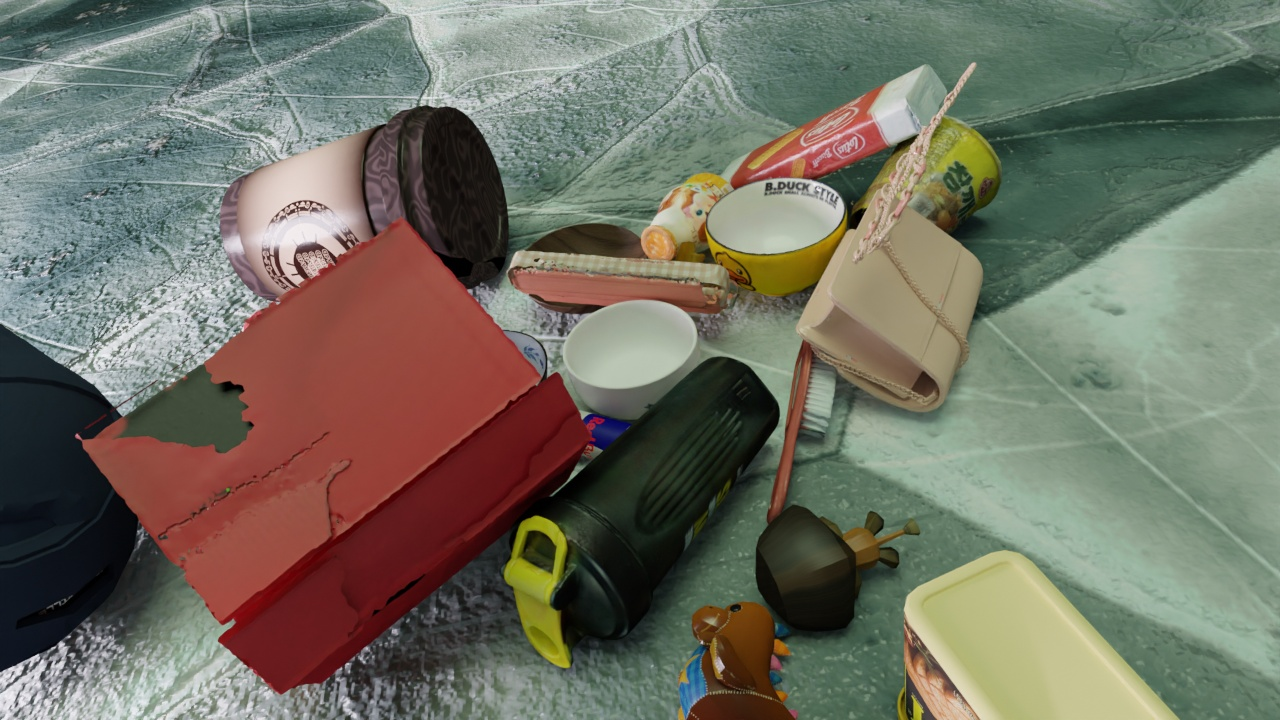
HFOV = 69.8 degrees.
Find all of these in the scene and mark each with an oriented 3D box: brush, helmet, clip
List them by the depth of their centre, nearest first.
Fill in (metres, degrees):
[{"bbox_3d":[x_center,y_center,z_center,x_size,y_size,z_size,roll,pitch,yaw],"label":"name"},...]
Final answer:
[{"bbox_3d":[-0.462,0.108,0.594,0.223,0.233,0.271,42,33,4],"label":"helmet"},{"bbox_3d":[0.116,0.047,0.642,0.030,0.041,0.171,15,45,6],"label":"brush"},{"bbox_3d":[0.050,-0.072,0.797,0.048,0.054,0.045,24,27,6],"label":"clip"}]

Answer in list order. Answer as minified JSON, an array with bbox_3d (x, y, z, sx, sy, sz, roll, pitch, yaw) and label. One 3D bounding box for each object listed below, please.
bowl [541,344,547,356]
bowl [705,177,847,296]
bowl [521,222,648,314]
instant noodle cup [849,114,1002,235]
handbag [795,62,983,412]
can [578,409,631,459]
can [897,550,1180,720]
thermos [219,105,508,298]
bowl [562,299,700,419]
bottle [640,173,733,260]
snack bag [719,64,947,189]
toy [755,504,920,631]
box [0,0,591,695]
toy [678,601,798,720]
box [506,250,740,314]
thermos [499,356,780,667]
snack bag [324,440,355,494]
[{"bbox_3d":[-0.124,0.029,0.726,0.114,0.045,0.114,-8,40,7],"label":"bowl"},{"bbox_3d":[0.118,-0.098,0.784,0.117,0.068,0.117,-9,40,7],"label":"bowl"},{"bbox_3d":[-0.051,-0.077,0.833,0.119,0.032,0.119,-5,45,5],"label":"bowl"},{"bbox_3d":[0.236,-0.138,0.781,0.102,0.102,0.108,26,63,38],"label":"instant noodle cup"},{"bbox_3d":[0.207,-0.069,0.631,0.116,0.188,0.198,33,48,2],"label":"handbag"},{"bbox_3d":[-0.035,0.056,0.677,0.095,0.032,0.032,13,47,29],"label":"can"},{"bbox_3d":[0.181,0.172,0.422,0.075,0.104,0.135,-22,40,-9],"label":"can"},{"bbox_3d":[-0.263,-0.136,0.874,0.226,0.173,0.172,-8,40,18],"label":"thermos"},{"bbox_3d":[-0.004,0.004,0.713,0.105,0.054,0.104,-8,42,7],"label":"bowl"},{"bbox_3d":[0.043,-0.127,0.835,0.063,0.063,0.108,16,40,31],"label":"bottle"},{"bbox_3d":[0.161,-0.192,0.829,0.226,0.041,0.077,-20,26,46],"label":"snack bag"},{"bbox_3d":[0.118,0.117,0.546,0.100,0.063,0.076,-19,77,-14],"label":"toy"},{"bbox_3d":[-0.145,0.032,0.448,0.211,0.410,0.107,-39,59,-18],"label":"box"},{"bbox_3d":[0.071,0.178,0.505,0.103,0.071,0.090,22,34,6],"label":"toy"},{"bbox_3d":[-0.014,-0.068,0.754,0.187,0.054,0.078,6,11,13],"label":"box"},{"bbox_3d":[0.004,0.085,0.588,0.098,0.098,0.220,20,47,34],"label":"thermos"},{"bbox_3d":[-0.212,0.088,0.667,0.075,0.018,0.154,0,59,27],"label":"snack bag"}]
